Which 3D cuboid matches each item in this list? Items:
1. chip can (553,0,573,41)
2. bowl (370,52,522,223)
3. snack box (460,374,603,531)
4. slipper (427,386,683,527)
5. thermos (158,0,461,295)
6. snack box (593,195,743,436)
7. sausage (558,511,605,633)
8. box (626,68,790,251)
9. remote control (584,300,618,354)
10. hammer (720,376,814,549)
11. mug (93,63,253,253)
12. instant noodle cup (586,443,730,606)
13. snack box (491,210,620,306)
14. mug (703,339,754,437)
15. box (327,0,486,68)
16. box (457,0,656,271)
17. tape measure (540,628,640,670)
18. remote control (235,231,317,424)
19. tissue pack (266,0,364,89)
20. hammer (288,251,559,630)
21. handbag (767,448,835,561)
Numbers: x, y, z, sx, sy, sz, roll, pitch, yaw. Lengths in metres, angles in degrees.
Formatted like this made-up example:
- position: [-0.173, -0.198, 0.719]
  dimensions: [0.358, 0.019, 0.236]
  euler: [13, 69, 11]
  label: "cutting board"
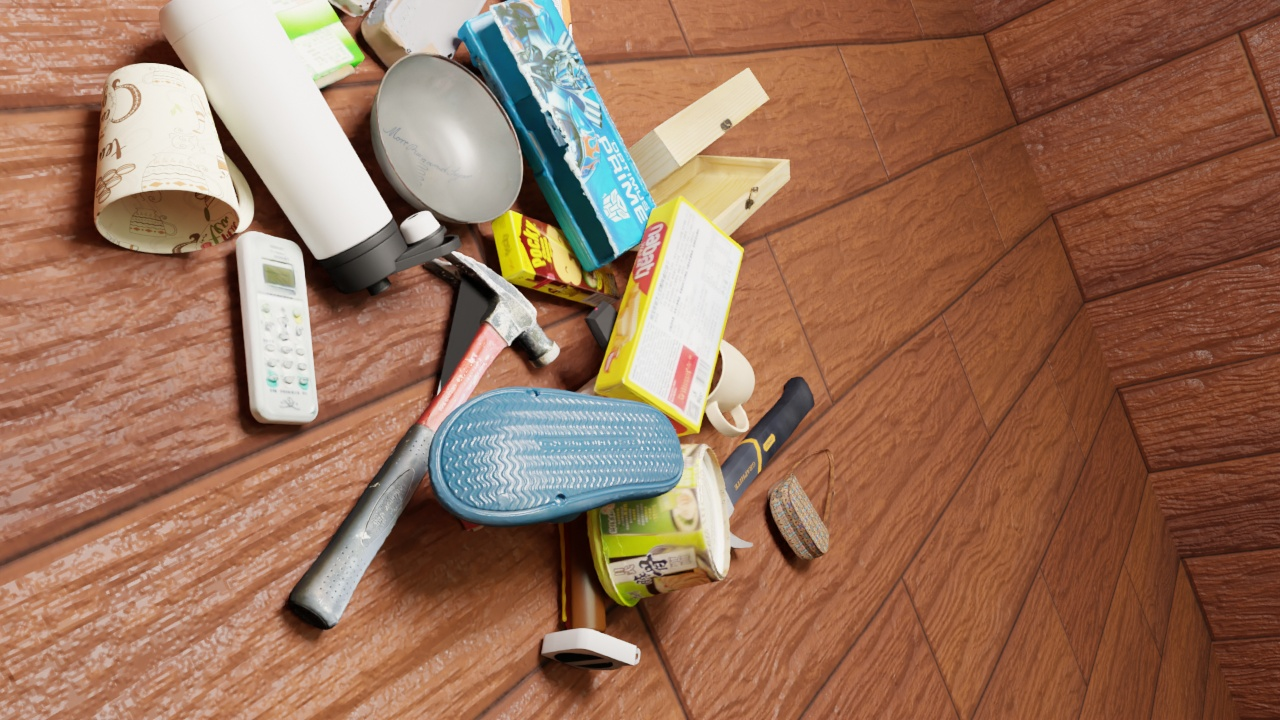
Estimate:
- position: [-0.100, -0.336, 0.917]
  dimensions: [0.062, 0.062, 0.210]
  euler: [12, 66, -47]
  label: "chip can"
- position: [-0.172, -0.176, 0.769]
  dimensions: [0.150, 0.057, 0.150]
  euler: [24, 57, -43]
  label: "bowl"
- position: [-0.053, 0.056, 0.802]
  dimensions: [0.044, 0.077, 0.272]
  euler: [60, 39, -7]
  label: "snack box"
- position: [-0.060, 0.071, 0.682]
  dimensions: [0.213, 0.059, 0.103]
  euler: [-2, 65, -37]
  label: "slipper"
- position: [-0.228, -0.157, 0.652]
  dimensions: [0.101, 0.068, 0.230]
  euler: [-32, 114, -11]
  label: "thermos"
- position: [0.030, -0.040, 0.814]
  dimensions: [0.092, 0.042, 0.200]
  euler: [34, 58, -30]
  label: "snack box"
- position: [-0.051, 0.160, 0.790]
  dimensions: [0.040, 0.040, 0.155]
  euler: [18, 61, -45]
  label: "sausage"
- position: [0.052, -0.205, 0.995]
  dimensions: [0.247, 0.141, 0.148]
  euler: [-45, 113, -49]
  label: "box"
- position: [-0.005, 0.005, 0.812]
  dimensions: [0.125, 0.010, 0.039]
  euler: [55, 40, -14]
  label: "remote control"
- position: [0.126, 0.097, 1.035]
  dimensions: [0.311, 0.035, 0.139]
  euler: [-41, 108, -50]
  label: "hammer"
- position: [-0.296, -0.126, 0.599]
  dimensions: [0.122, 0.081, 0.097]
  euler: [29, 44, -67]
  label: "mug"
- position: [0.020, 0.136, 0.797]
  dimensions: [0.146, 0.098, 0.146]
  euler: [-7, 89, -76]
  label: "instant noodle cup"
- position: [-0.076, -0.091, 0.856]
  dimensions: [0.148, 0.026, 0.061]
  euler: [12, 60, -56]
  label: "snack box"
- position: [0.077, 0.029, 0.955]
  dimensions: [0.104, 0.085, 0.111]
  euler: [16, 45, -59]
  label: "mug"
- position: [-0.208, -0.356, 0.818]
  dimensions: [0.157, 0.063, 0.215]
  euler: [35, 50, -23]
  label: "box"
- position: [-0.061, -0.210, 0.830]
  dimensions: [0.090, 0.066, 0.243]
  euler: [-34, 103, -25]
  label: "box"
- position: [-0.042, 0.236, 0.747]
  dimensions: [0.064, 0.065, 0.016]
  euler: [32, 52, -35]
  label: "tape measure"
- position: [-0.253, -0.021, 0.632]
  dimensions: [0.050, 0.022, 0.133]
  euler: [11, 66, -60]
  label: "remote control"
- position: [-0.273, -0.247, 0.695]
  dimensions: [0.099, 0.034, 0.113]
  euler: [58, 41, -17]
  label: "tissue pack"
- position: [-0.169, 0.050, 0.698]
  dimensions: [0.140, 0.036, 0.325]
  euler: [51, 43, -26]
  label: "hammer"
- position: [0.202, 0.158, 1.109]
  dimensions: [0.093, 0.043, 0.195]
  euler: [58, 31, -10]
  label: "handbag"
